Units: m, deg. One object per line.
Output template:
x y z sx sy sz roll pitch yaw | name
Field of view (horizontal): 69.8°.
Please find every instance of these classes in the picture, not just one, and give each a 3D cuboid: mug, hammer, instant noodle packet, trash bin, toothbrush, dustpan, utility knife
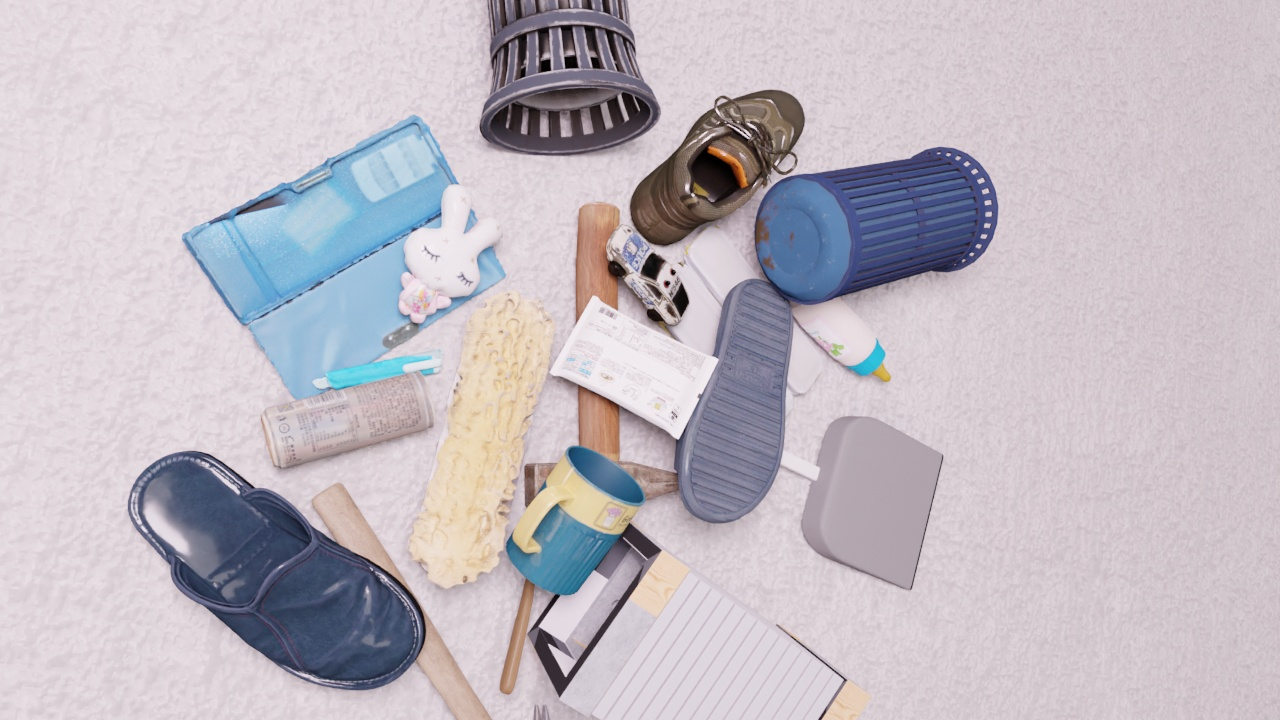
-0.067 0.138 0.792 0.107 0.083 0.113 -54 153 13 | mug
-0.188 0.253 0.804 0.119 0.031 0.331 -35 94 -40 | hammer
-0.005 0.005 0.858 0.134 0.026 0.087 27 73 3 | instant noodle packet
-0.034 -0.008 0.899 0.157 0.037 0.300 1 84 -24 | hammer
-0.076 -0.329 0.851 0.164 0.165 0.227 -3 82 -25 | trash bin
-0.103 0.220 0.842 0.016 0.016 0.166 24 64 -27 | toothbrush
0.224 0.136 1.006 0.257 0.033 0.163 27 74 -30 | dustpan
0.242 -0.141 0.958 0.248 0.140 0.139 -16 91 -36 | trash bin
0.049 0.277 0.833 0.247 0.142 0.142 38 83 -17 | trash bin
-0.231 0.009 0.815 0.116 0.015 0.022 -10 100 -30 | utility knife

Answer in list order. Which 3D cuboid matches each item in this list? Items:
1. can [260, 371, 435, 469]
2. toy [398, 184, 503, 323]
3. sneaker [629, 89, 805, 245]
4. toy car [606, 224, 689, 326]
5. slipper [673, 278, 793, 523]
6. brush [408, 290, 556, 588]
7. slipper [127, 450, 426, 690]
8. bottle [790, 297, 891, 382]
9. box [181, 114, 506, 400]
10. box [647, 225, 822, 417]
-0.249 0.050 0.786 0.135 0.054 0.054 -15 91 -26 | can
-0.174 -0.091 0.822 0.076 0.037 0.125 41 74 -35 | toy
0.100 -0.217 0.924 0.237 0.143 0.101 -44 102 -22 | sneaker
0.010 -0.083 0.888 0.113 0.041 0.048 48 48 -26 | toy car
0.090 0.043 0.915 0.101 0.083 0.263 24 63 -15 | slipper
-0.141 0.067 0.828 0.083 0.057 0.271 16 77 -9 | brush
-0.289 0.172 0.724 0.265 0.084 0.108 41 75 -8 | slipper
0.228 -0.025 1.013 0.146 0.051 0.051 42 69 -15 | bottle
-0.251 -0.091 0.813 0.231 0.033 0.174 -35 107 -24 | box
0.103 -0.032 0.974 0.209 0.034 0.129 49 65 -12 | box
